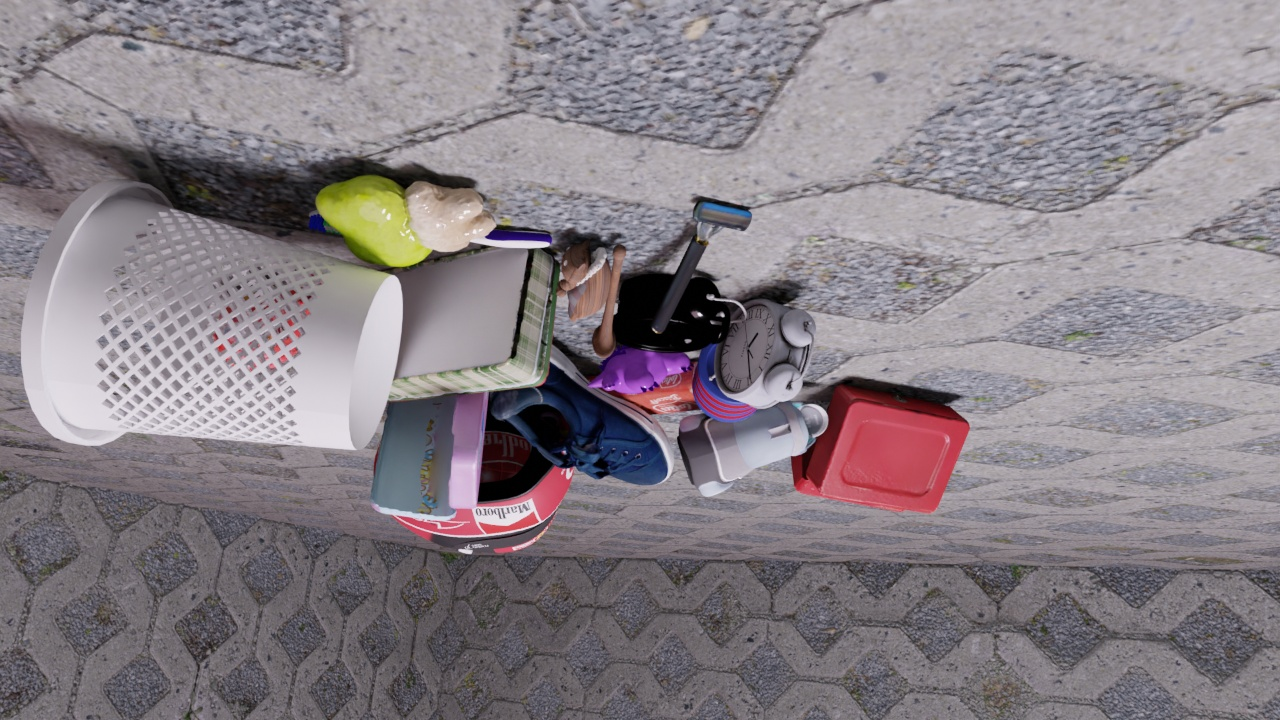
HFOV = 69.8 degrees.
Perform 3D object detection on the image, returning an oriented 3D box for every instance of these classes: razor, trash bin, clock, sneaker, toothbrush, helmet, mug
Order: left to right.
[{"bbox_3d":[-0.293,-0.017,0.677,0.199,0.195,0.196,11,162,-3],"label":"trash bin"},{"bbox_3d":[-0.162,-0.100,0.707,0.186,0.016,0.015,6,162,-2],"label":"toothbrush"},{"bbox_3d":[-0.204,0.145,1.180,0.271,0.197,0.225,5,153,13],"label":"helmet"},{"bbox_3d":[-0.057,0.093,0.993,0.121,0.127,0.294,-22,140,27],"label":"sneaker"},{"bbox_3d":[0.032,-0.040,0.797,0.121,0.042,0.091,-1,161,19],"label":"clock"},{"bbox_3d":[0.036,-0.070,0.697,0.042,0.022,0.145,11,142,-16],"label":"razor"},{"bbox_3d":[0.108,0.010,0.908,0.112,0.075,0.076,-20,164,-7],"label":"mug"},{"bbox_3d":[0.146,0.087,1.083,0.161,0.093,0.256,-19,174,17],"label":"sneaker"},{"bbox_3d":[0.108,-0.006,0.791,0.035,0.094,0.123,18,175,-26],"label":"clock"}]

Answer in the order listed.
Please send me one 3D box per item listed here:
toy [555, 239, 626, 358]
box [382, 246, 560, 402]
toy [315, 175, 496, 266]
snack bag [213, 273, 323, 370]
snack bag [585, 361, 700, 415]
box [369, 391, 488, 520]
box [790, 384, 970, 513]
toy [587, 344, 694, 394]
[{"bbox_3d":[-0.040,-0.053,0.733,0.055,0.041,0.102,7,133,-6],"label":"toy"},{"bbox_3d":[-0.162,-0.029,0.771,0.206,0.117,0.050,-8,154,31],"label":"box"},{"bbox_3d":[-0.164,-0.102,0.657,0.118,0.043,0.092,-6,150,9],"label":"toy"},{"bbox_3d":[-0.331,-0.032,0.857,0.177,0.082,0.082,-9,158,40],"label":"snack bag"},{"bbox_3d":[0.016,0.036,1.049,0.226,0.041,0.077,-7,157,36],"label":"snack bag"},{"bbox_3d":[-0.185,0.039,0.821,0.093,0.213,0.090,3,129,-7],"label":"box"},{"bbox_3d":[0.275,0.096,1.061,0.157,0.151,0.166,11,145,-16],"label":"box"},{"bbox_3d":[-0.005,0.006,0.933,0.105,0.056,0.088,-26,-177,-40],"label":"toy"}]
